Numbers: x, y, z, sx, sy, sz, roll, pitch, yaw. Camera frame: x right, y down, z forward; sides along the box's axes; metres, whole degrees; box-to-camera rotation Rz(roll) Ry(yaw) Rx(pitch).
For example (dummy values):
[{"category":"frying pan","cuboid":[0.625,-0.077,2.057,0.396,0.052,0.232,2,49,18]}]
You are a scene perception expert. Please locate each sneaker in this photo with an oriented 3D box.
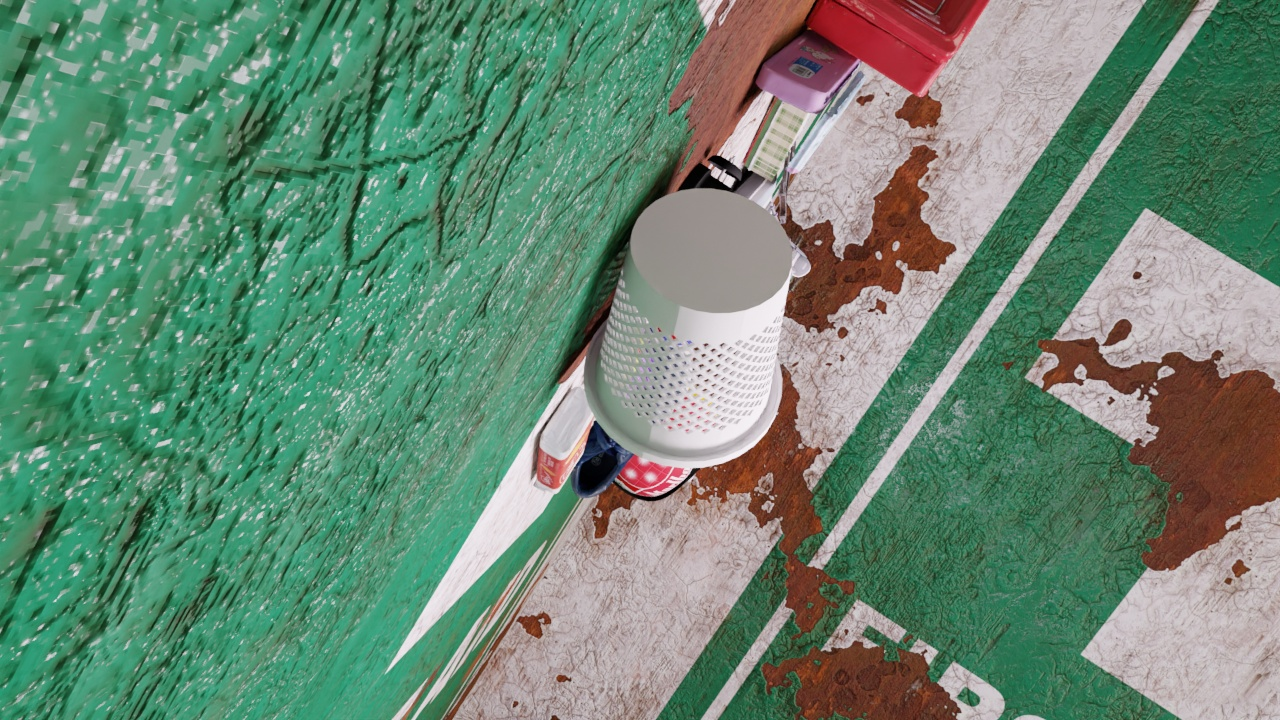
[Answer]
[{"category":"sneaker","cuboid":[-0.025,0.093,1.343,0.295,0.120,0.127,-56,-171,26]},{"category":"sneaker","cuboid":[0.201,-0.198,1.399,0.093,0.160,0.257,-56,177,-18]}]

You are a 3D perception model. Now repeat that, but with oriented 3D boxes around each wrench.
[{"category":"wrench","cuboid":[0.213,-0.284,1.328,0.272,0.010,0.070,-74,159,-50]}]

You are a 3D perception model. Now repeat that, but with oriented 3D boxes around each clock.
[{"category":"clock","cuboid":[0.061,-0.155,0.911,0.120,0.042,0.091,-55,175,-25]}]

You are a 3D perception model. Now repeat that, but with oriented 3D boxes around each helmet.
[{"category":"helmet","cuboid":[0.026,0.157,1.754,0.271,0.197,0.224,-50,179,22]}]

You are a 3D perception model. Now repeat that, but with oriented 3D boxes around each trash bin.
[{"category":"trash bin","cuboid":[0.049,-0.036,0.825,0.195,0.195,0.200,-55,165,-31]}]

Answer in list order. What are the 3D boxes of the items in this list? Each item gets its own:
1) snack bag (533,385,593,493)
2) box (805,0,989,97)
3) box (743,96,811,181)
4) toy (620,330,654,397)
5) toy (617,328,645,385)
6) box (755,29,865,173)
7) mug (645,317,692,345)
[{"category":"snack bag","cuboid":[-0.090,0.099,1.075,0.077,0.041,0.226,-58,175,-21]},{"category":"box","cuboid":[0.275,-0.376,0.993,0.152,0.157,0.165,-55,178,-3]},{"category":"box","cuboid":[0.201,-0.333,1.183,0.117,0.050,0.206,-59,178,-25]},{"category":"toy","cuboid":[-0.008,0.007,1.201,0.088,0.056,0.105,101,-2,-50]},{"category":"toy","cuboid":[-0.026,0.000,1.051,0.092,0.043,0.118,-56,174,-6]},{"category":"box","cuboid":[0.177,-0.275,0.976,0.213,0.089,0.093,-52,167,-54]},{"category":"mug","cuboid":[0.041,-0.069,1.190,0.111,0.075,0.076,-14,144,-44]}]
